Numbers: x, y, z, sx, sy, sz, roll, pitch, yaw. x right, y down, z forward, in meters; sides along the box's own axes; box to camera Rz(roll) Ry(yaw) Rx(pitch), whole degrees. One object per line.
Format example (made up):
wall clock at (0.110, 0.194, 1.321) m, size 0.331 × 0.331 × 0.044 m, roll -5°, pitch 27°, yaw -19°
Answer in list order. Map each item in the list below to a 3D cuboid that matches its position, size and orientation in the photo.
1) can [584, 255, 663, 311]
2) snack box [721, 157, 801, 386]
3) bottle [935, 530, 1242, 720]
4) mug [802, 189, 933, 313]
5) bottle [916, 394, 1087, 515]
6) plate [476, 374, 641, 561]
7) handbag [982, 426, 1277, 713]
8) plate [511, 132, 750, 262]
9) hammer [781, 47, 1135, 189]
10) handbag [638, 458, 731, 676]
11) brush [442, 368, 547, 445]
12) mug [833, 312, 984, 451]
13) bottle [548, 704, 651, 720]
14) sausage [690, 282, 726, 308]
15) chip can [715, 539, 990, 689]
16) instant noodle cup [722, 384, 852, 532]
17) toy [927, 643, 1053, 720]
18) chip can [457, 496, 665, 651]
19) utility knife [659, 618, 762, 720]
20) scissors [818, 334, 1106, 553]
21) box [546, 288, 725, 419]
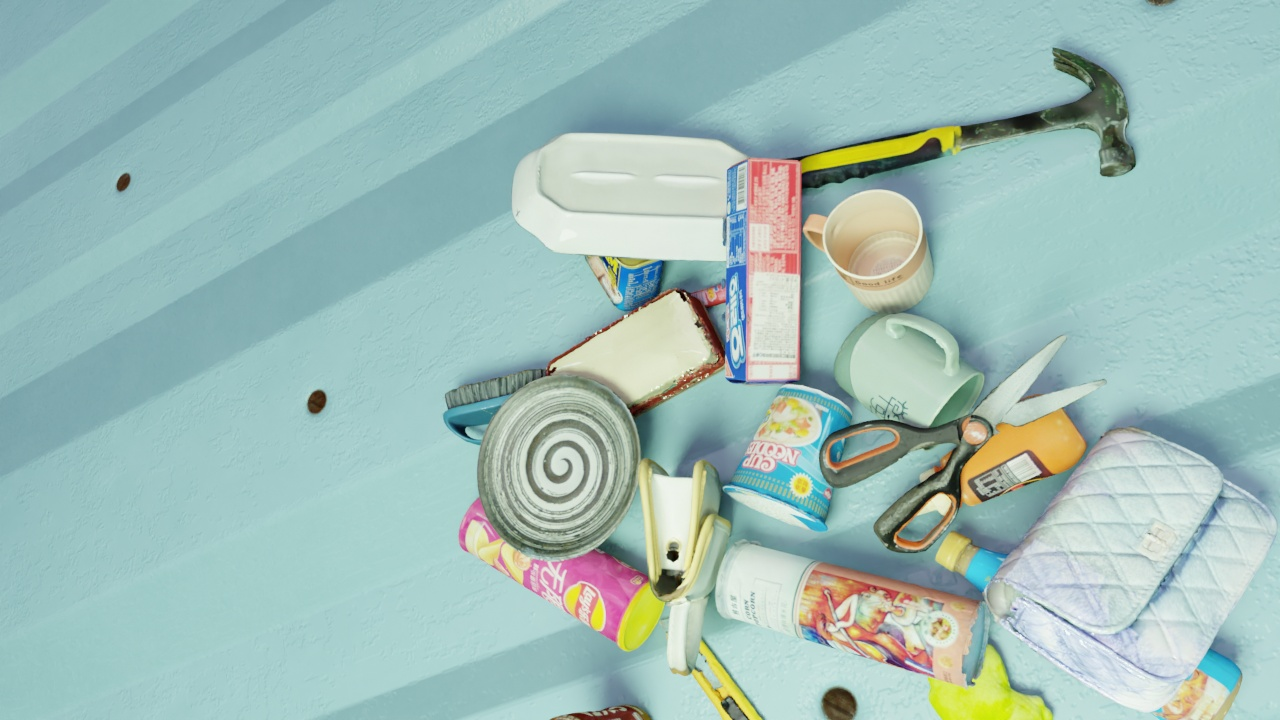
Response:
can at (-0.018, -0.112, 0.946) m, size 0.057 × 0.083 × 0.102 m, roll -21°, pitch 62°, yaw -18°
snack box at (0.113, -0.080, 0.859) m, size 0.058 × 0.057 × 0.207 m, roll 0°, pitch 91°, yaw -17°
bottle at (0.335, 0.200, 0.709) m, size 0.219 × 0.065 × 0.065 m, roll 30°, pitch 89°, yaw 29°
mug at (0.205, -0.100, 0.833) m, size 0.115 × 0.106 × 0.081 m, roll 23°, pitch 85°, yaw 29°
bottle at (0.290, 0.088, 0.768) m, size 0.150 × 0.066 × 0.066 m, roll -35°, pitch 63°, yaw 20°
plate at (-0.077, 0.102, 0.883) m, size 0.180 × 0.024 × 0.179 m, roll -7°, pitch 73°, yaw 23°
handbag at (0.357, 0.142, 0.664) m, size 0.134 × 0.076 × 0.193 m, roll 32°, pitch 57°, yaw 31°
plate at (0.004, -0.174, 0.915) m, size 0.265 × 0.034 × 0.161 m, roll 3°, pitch 58°, yaw -3°
hammer at (0.281, -0.208, 0.873) m, size 0.324 × 0.032 × 0.126 m, roll -8°, pitch 72°, yaw 23°
handbag at (0.044, 0.178, 0.797) m, size 0.063 × 0.163 × 0.178 m, roll -5°, pitch 76°, yaw 11°
brush at (-0.147, 0.054, 0.981) m, size 0.144 × 0.055 × 0.073 m, roll -13°, pitch 69°, yaw 21°
mug at (0.230, 0.005, 0.790) m, size 0.082 × 0.112 × 0.106 m, roll -31°, pitch 55°, yaw -26°
bottle at (-0.044, 0.330, 0.784) m, size 0.058 × 0.175 × 0.057 m, roll -7°, pitch 72°, yaw 23°
sausage at (0.047, -0.057, 0.944) m, size 0.156 × 0.020 × 0.020 m, roll -16°, pitch 69°, yaw 20°
chip can at (0.173, 0.207, 0.764) m, size 0.215 × 0.071 × 0.071 m, roll 7°, pitch 78°, yaw 33°
instant noodle cup at (0.139, 0.084, 0.823) m, size 0.099 × 0.099 × 0.109 m, roll 15°, pitch 74°, yaw 28°
toy at (0.275, 0.276, 0.734) m, size 0.100 × 0.031 × 0.096 m, roll 16°, pitch 79°, yaw 24°
chip can at (-0.080, 0.201, 0.897) m, size 0.211 × 0.071 × 0.071 m, roll 23°, pitch 85°, yaw 28°
utility knife at (0.070, 0.299, 0.831) m, size 0.033 × 0.015 × 0.167 m, roll -44°, pitch 62°, yaw 4°
scissors at (0.243, 0.060, 0.733) m, size 0.198 × 0.021 × 0.227 m, roll 20°, pitch 113°, yaw 11°
box at (-0.006, 0.005, 0.908) m, size 0.169 × 0.076 × 0.091 m, roll -30°, pitch 75°, yaw 18°
